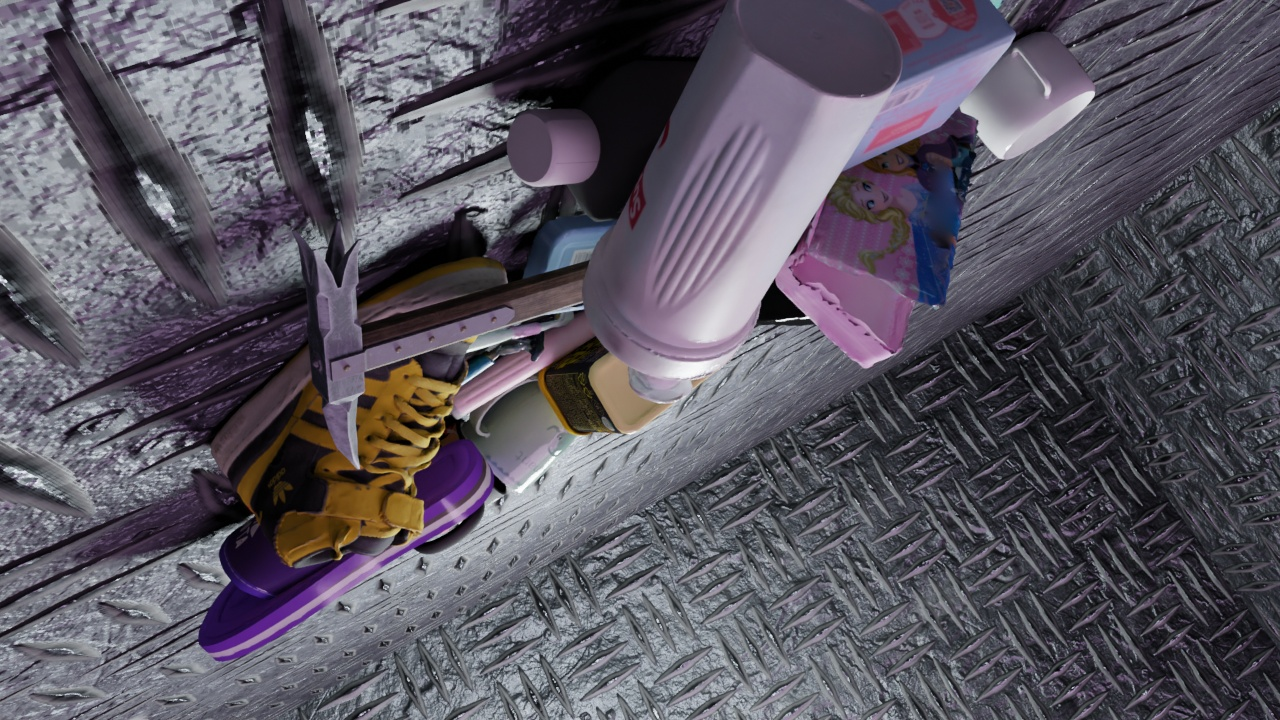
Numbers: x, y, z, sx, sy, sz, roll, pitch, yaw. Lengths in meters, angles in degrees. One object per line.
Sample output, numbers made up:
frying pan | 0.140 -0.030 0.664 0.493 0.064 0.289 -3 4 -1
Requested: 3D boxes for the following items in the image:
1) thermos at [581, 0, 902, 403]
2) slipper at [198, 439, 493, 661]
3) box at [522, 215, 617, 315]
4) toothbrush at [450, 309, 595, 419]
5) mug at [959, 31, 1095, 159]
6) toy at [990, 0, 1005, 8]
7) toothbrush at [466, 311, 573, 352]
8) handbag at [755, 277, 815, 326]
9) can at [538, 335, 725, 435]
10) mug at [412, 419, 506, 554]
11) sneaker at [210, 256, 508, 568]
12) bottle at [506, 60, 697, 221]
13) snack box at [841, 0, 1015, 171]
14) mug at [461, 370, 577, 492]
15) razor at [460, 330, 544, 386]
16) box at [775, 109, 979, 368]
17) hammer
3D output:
thermos | 0.038 -0.073 0.437 0.099 0.099 0.221 -24 160 -30
slipper | -0.257 0.130 0.749 0.266 0.084 0.107 -30 -152 -1
box | -0.005 -0.060 0.657 0.208 0.043 0.125 -12 157 -41
toothbrush | -0.064 -0.019 0.762 0.222 0.026 0.027 -31 146 -2
mug | 0.323 -0.226 0.771 0.094 0.068 0.115 -34 167 12
toy | 0.211 -0.229 0.553 0.085 0.033 0.105 -38 -177 -12
toothbrush | -0.110 -0.019 0.682 0.154 0.015 0.022 -17 160 -45
handbag | 0.171 -0.092 0.950 0.125 0.114 0.153 -12 -179 29
can | -0.005 0.004 0.770 0.130 0.072 0.101 -36 -166 -24
mug | -0.182 0.125 0.839 0.098 0.118 0.082 -32 129 1
sneaker | -0.158 0.045 0.571 0.239 0.122 0.086 -35 168 20
bottle | 0.004 -0.118 0.496 0.173 0.046 0.084 -18 161 -47
snack box | 0.113 -0.162 0.473 0.092 0.094 0.080 -27 167 -20
mug | -0.103 0.049 0.823 0.104 0.084 0.111 -43 146 3
razor | -0.139 0.014 0.730 0.144 0.022 0.042 -29 -157 9
box | 0.150 -0.109 0.536 0.071 0.084 0.229 -28 -152 46
hammer | -0.046 -0.041 0.557 0.316 0.028 0.147 -21 133 -36
